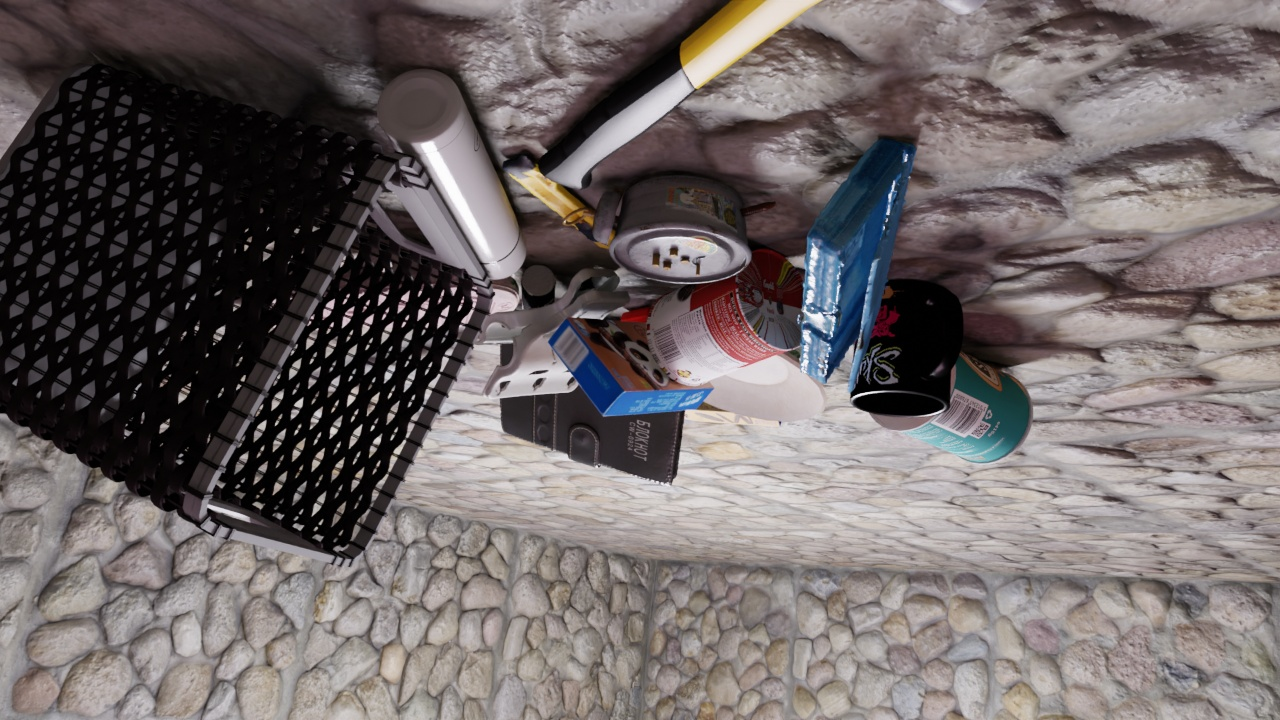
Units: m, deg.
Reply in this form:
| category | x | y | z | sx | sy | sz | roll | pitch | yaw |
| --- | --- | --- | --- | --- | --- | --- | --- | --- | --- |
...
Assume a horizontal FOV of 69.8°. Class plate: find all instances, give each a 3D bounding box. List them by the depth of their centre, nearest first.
| category | x | y | z | sx | sy | sz | roll | pitch | yaw |
| --- | --- | --- | --- | --- | --- | --- | --- | --- | --- |
| plate | 0.100 | 0.007 | 0.933 | 0.189 | 0.027 | 0.189 | 19 | 158 | 8 |

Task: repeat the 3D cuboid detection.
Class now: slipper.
| category | x | y | z | sx | sy | sz | roll | pitch | yaw |
| --- | --- | --- | --- | --- | --- | --- | --- | --- | --- |
| slipper | -0.233 | -0.073 | 0.843 | 0.239 | 0.064 | 0.094 | -4 | 160 | -6 |

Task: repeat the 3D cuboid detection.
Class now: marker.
| category | x | y | z | sx | sy | sz | roll | pitch | yaw |
| --- | --- | --- | --- | --- | --- | --- | --- | --- | --- |
| marker | 0.040 | -0.047 | 0.878 | 0.145 | 0.021 | 0.023 | -9 | 140 | 44 |

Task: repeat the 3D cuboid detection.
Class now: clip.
| category | x | y | z | sx | sy | sz | roll | pitch | yaw |
| --- | --- | --- | --- | --- | --- | --- | --- | --- | --- |
| clip | -0.081 | -0.035 | 0.846 | 0.099 | 0.153 | 0.126 | 42 | -153 | 25 |

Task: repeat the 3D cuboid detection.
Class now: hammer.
| category | x | y | z | sx | sy | sz | roll | pitch | yaw |
| --- | --- | --- | --- | --- | --- | --- | --- | --- | --- |
| hammer | 0.024 | -0.161 | 0.511 | 0.127 | 0.029 | 0.324 | 17 | 161 | -28 |

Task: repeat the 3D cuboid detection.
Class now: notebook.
| category | x | y | z | sx | sy | sz | roll | pitch | yaw |
| --- | --- | --- | --- | --- | --- | --- | --- | --- | --- |
| notebook | -0.054 | 0.041 | 0.970 | 0.209 | 0.029 | 0.170 | 17 | 123 | 18 |

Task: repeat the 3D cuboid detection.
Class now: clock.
| category | x | y | z | sx | sy | sz | roll | pitch | yaw |
| --- | --- | --- | --- | --- | --- | --- | --- | --- | --- |
| clock | 0.017 | -0.095 | 0.676 | 0.148 | 0.056 | 0.104 | 8 | 163 | -8 |

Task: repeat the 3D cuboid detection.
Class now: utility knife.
| category | x | y | z | sx | sy | sz | roll | pitch | yaw |
| --- | --- | --- | --- | --- | --- | --- | --- | --- | --- |
| utility knife | -0.037 | -0.108 | 0.734 | 0.030 | 0.019 | 0.217 | 8 | 168 | 32 |

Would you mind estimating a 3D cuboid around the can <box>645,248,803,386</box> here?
| category | x | y | z | sx | sy | sz | roll | pitch | yaw |
| --- | --- | --- | --- | --- | --- | --- | --- | --- | --- |
| can | 0.073 | -0.034 | 0.776 | 0.086 | 0.086 | 0.117 | 19 | 153 | -33 |

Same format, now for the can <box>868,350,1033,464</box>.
| category | x | y | z | sx | sy | sz | roll | pitch | yaw |
| --- | --- | --- | --- | --- | --- | --- | --- | --- | --- |
| can | 0.304 | 0.038 | 0.905 | 0.143 | 0.099 | 0.099 | 21 | 159 | -37 |

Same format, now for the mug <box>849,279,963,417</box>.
| category | x | y | z | sx | sy | sz | roll | pitch | yaw |
| --- | --- | --- | --- | --- | --- | --- | --- | --- | --- |
| mug | 0.230 | -0.013 | 0.773 | 0.081 | 0.098 | 0.118 | 12 | 162 | -15 |

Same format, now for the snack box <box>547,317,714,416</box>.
| category | x | y | z | sx | sy | sz | roll | pitch | yaw |
| --- | --- | --- | --- | --- | --- | --- | --- | --- | --- |
| snack box | -0.005 | 0.005 | 0.815 | 0.034 | 0.087 | 0.151 | -49 | 155 | 24 |

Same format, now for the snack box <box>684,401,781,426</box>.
| category | x | y | z | sx | sy | sz | roll | pitch | yaw |
| --- | --- | --- | --- | --- | --- | --- | --- | --- | --- |
| snack box | 0.064 | 0.042 | 1.090 | 0.207 | 0.057 | 0.056 | 3 | 161 | 16 |

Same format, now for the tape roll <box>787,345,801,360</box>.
| category | x | y | z | sx | sy | sz | roll | pitch | yaw |
| --- | --- | --- | --- | --- | --- | --- | --- | --- | --- |
| tape roll | 0.128 | -0.015 | 0.949 | 0.094 | 0.018 | 0.094 | 7 | 163 | 2 |

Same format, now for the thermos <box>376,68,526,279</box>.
| category | x | y | z | sx | sy | sz | roll | pitch | yaw |
| --- | --- | --- | --- | --- | --- | --- | --- | --- | --- |
| thermos | -0.126 | -0.120 | 0.659 | 0.052 | 0.052 | 0.224 | 6 | 163 | 6 |

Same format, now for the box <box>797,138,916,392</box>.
| category | x | y | z | sx | sy | sz | roll | pitch | yaw |
| --- | --- | --- | --- | --- | --- | --- | --- | --- | --- |
| box | 0.159 | -0.055 | 0.657 | 0.054 | 0.093 | 0.232 | 35 | 166 | 20 |

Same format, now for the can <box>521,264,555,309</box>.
| category | x | y | z | sx | sy | sz | roll | pitch | yaw |
| --- | --- | --- | --- | --- | --- | --- | --- | --- | --- |
| can | -0.097 | -0.062 | 0.870 | 0.031 | 0.031 | 0.081 | 9 | 163 | -4 |

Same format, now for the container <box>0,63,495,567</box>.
| category | x | y | z | sx | sy | sz | roll | pitch | yaw |
| --- | --- | --- | --- | --- | --- | --- | --- | --- | --- |
| container | -0.287 | -0.028 | 0.643 | 0.244 | 0.245 | 0.247 | 22 | 165 | 11 |
